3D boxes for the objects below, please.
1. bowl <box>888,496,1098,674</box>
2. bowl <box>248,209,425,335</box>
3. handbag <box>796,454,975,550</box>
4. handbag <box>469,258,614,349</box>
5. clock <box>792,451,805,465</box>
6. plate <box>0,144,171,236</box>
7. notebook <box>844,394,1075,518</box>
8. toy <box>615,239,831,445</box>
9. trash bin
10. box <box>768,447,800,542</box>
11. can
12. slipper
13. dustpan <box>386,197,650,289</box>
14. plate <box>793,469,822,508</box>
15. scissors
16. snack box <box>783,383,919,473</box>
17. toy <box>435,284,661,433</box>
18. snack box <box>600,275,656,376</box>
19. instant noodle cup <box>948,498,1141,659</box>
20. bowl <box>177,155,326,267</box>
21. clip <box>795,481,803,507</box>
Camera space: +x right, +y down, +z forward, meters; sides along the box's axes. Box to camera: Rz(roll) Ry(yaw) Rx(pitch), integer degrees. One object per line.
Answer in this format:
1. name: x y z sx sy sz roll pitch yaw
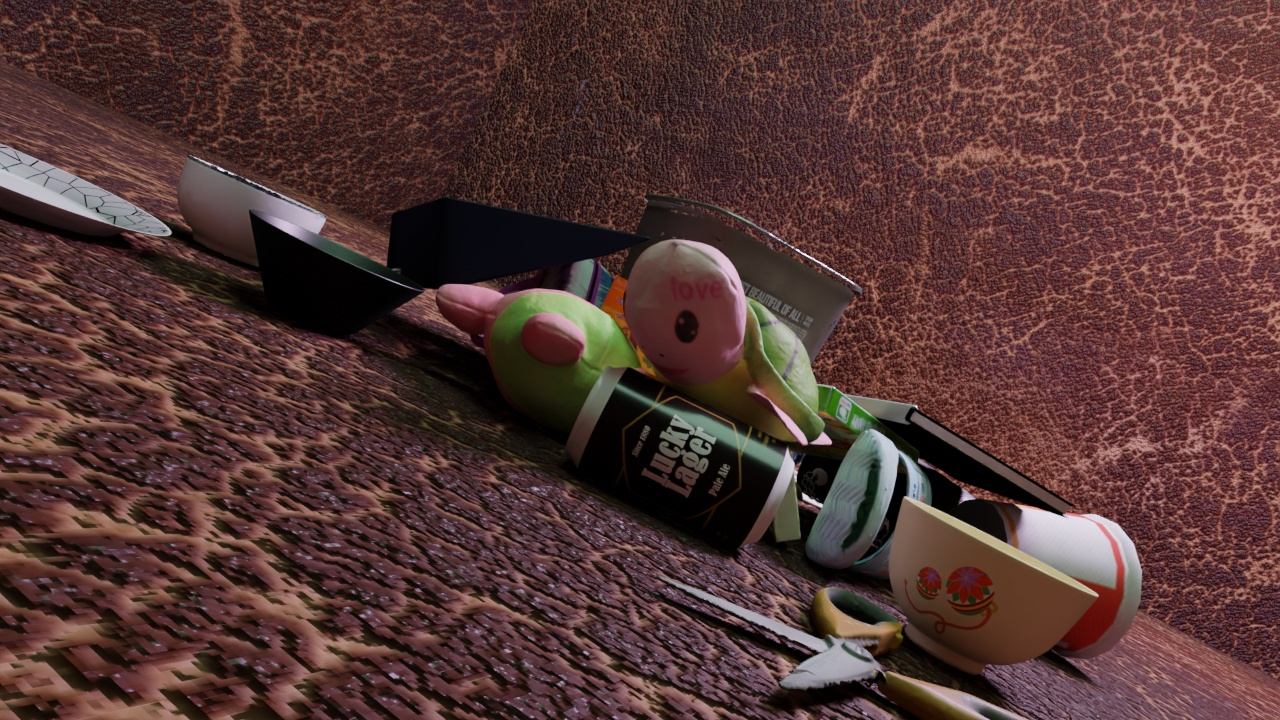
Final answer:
1. bowl: 0.195 0.141 0.545 0.118 0.074 0.118 26 2 -1
2. bowl: -0.216 -0.051 0.625 0.124 0.052 0.124 26 2 -1
3. handbag: 0.228 0.146 0.901 0.125 0.115 0.154 1 30 -43
4. handbag: -0.110 -0.046 0.925 0.170 0.144 0.068 -8 -31 42
5. clock: 0.139 0.098 1.044 0.090 0.052 0.129 25 13 18
6. plate: -0.384 -0.110 0.552 0.188 0.016 0.188 26 2 -1
7. notebook: 0.258 0.076 0.794 0.149 0.016 0.207 31 -1 -3
8. toy: 0.061 -0.001 0.628 0.190 0.087 0.238 41 -1 45
9. trash bin: 0.062 -0.021 0.914 0.197 0.220 0.197 25 3 -28
10. box: 0.086 0.099 0.727 0.083 0.091 0.188 61 6 3
11. can: 0.024 0.059 0.565 0.128 0.072 0.072 26 2 4
12. slipper: 0.184 0.117 0.713 0.074 0.104 0.245 24 -3 17
13. dustpan: -0.166 -0.088 0.795 0.272 0.080 0.236 8 2 -24
14. plate: 0.176 0.141 1.123 0.208 0.015 0.208 26 2 -1
15. scissors: 0.115 0.140 0.405 0.225 0.016 0.225 27 3 25
16. snack box: 0.146 0.054 0.795 0.132 0.027 0.168 7 -17 44
17. toy: -0.071 -0.007 0.699 0.192 0.096 0.237 39 -5 -26
18. snack box: -0.005 0.005 0.789 0.088 0.126 0.040 27 3 23
19. instant noodle cup: 0.327 0.178 0.779 0.121 0.123 0.123 18 5 -16
20. bowl: -0.324 -0.116 0.752 0.113 0.063 0.113 24 2 -1
21. clip: 0.138 0.131 0.888 0.024 0.045 0.062 25 21 -9
